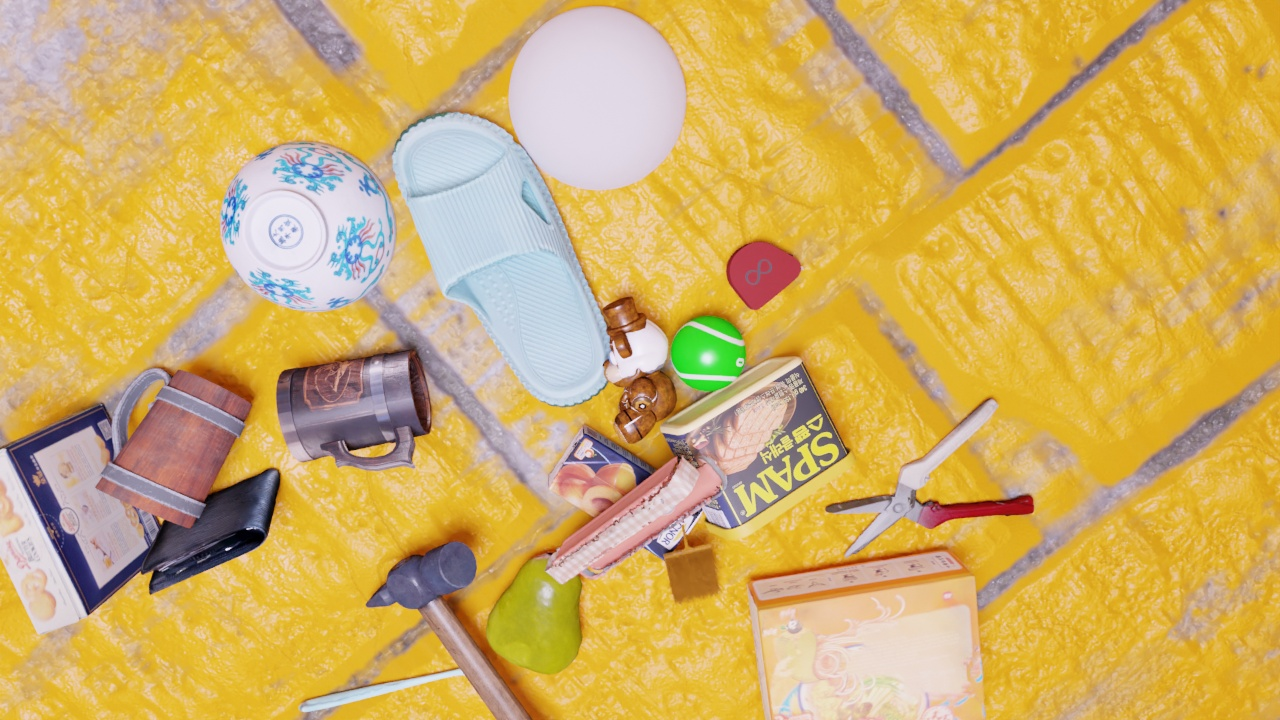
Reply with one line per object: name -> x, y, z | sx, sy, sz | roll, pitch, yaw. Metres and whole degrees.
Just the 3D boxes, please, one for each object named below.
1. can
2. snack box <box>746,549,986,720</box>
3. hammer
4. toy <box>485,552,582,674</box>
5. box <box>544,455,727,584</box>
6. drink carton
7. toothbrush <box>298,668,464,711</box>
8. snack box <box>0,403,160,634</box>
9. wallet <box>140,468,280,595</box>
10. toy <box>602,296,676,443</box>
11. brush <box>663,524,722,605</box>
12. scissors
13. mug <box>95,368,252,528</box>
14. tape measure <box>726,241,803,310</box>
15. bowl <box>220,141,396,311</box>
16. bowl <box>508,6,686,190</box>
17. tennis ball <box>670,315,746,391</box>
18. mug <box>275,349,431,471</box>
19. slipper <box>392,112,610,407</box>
can -> 0.099, 0.072, 0.789 | 0.135, 0.075, 0.104 | -30, 98, -16
snack box -> 0.204, 0.264, 0.845 | 0.195, 0.080, 0.145 | -9, 101, -1
hammer -> -0.123, 0.311, 0.826 | 0.130, 0.040, 0.322 | -27, 100, 36
toy -> -0.089, 0.230, 0.836 | 0.090, 0.051, 0.110 | 22, 103, 0
box -> -0.008, 0.139, 0.763 | 0.067, 0.056, 0.188 | 30, 129, -24
drink carton -> -0.014, 0.120, 0.825 | 0.130, 0.040, 0.064 | 33, 98, -9
toothbrush -> -0.233, 0.304, 0.863 | 0.180, 0.016, 0.016 | -14, 105, -1
snack box -> -0.461, 0.122, 0.748 | 0.042, 0.145, 0.144 | -18, 101, 1
wallet -> -0.367, 0.142, 0.786 | 0.115, 0.089, 0.026 | -24, 119, 0
toy -> -0.005, 0.004, 0.778 | 0.067, 0.087, 0.112 | -20, 106, 11
brush -> 0.044, 0.182, 0.812 | 0.048, 0.017, 0.126 | -13, 143, -1
scissors -> 0.277, 0.115, 0.853 | 0.198, 0.015, 0.179 | 13, 102, -5
mug -> -0.397, 0.066, 0.766 | 0.117, 0.081, 0.111 | 18, 72, 18
tape measure -> 0.105, -0.080, 0.802 | 0.059, 0.019, 0.051 | -40, 99, -2
bowl -> -0.279, -0.106, 0.748 | 0.144, 0.074, 0.144 | -1, 101, -3
bowl -> -0.035, -0.216, 0.755 | 0.149, 0.043, 0.149 | -1, 101, -3
tennis ball -> 0.058, -0.006, 0.791 | 0.065, 0.065, 0.065 | -1, 101, -3
mug -> -0.236, 0.050, 0.766 | 0.107, 0.115, 0.080 | -11, 141, -2
slipper -> -0.109, -0.080, 0.767 | 0.116, 0.069, 0.276 | -28, 102, -1
